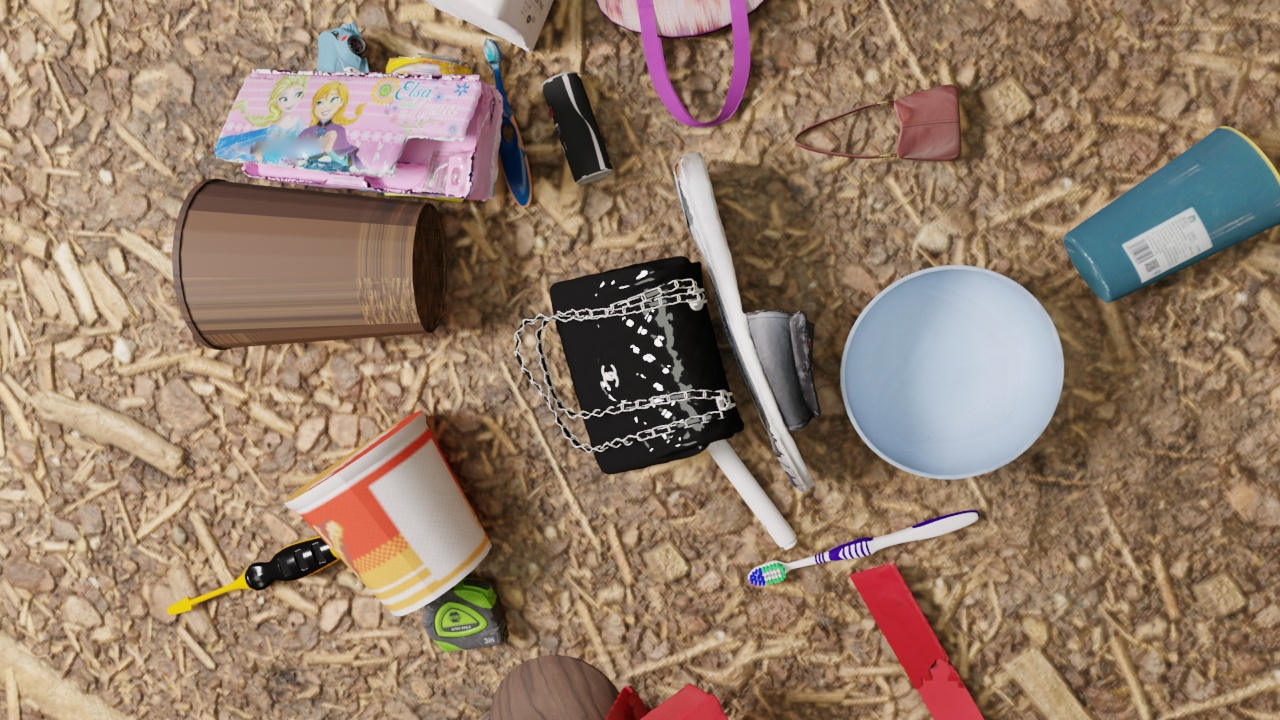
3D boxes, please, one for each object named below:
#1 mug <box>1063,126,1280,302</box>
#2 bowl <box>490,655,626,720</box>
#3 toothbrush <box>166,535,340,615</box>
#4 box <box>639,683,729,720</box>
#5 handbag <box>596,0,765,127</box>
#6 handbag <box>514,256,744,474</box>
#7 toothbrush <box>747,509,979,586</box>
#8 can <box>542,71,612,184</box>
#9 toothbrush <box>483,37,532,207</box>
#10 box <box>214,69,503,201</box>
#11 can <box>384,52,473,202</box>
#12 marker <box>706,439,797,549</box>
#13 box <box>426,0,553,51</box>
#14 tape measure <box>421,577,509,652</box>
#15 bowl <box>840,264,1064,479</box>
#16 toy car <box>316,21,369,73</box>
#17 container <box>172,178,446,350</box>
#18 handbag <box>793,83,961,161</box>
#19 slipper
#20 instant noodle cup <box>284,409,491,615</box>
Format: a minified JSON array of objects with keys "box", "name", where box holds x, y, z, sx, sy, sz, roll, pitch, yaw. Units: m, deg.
[{"box":[0.368,-0.096,0.641,0.121,0.078,0.078,-33,91,15],"name":"mug"},{"box":[-0.073,0.311,0.770,0.119,0.032,0.119,1,96,8],"name":"bowl"},{"box":[-0.331,0.187,0.797,0.197,0.030,0.031,-22,88,13],"name":"toothbrush"},{"box":[-0.070,0.430,0.698,0.426,0.127,0.213,-31,92,12],"name":"box"},{"box":[0.040,-0.260,0.680,0.145,0.068,0.170,-7,102,10],"name":"handbag"},{"box":[-0.004,0.004,0.669,0.125,0.114,0.153,-12,92,40],"name":"handbag"},{"box":[0.174,0.148,0.724,0.187,0.016,0.015,-18,93,10],"name":"toothbrush"},{"box":[-0.049,-0.180,0.712,0.031,0.031,0.080,-19,93,10],"name":"can"},{"box":[-0.106,-0.188,0.727,0.021,0.017,0.135,-11,94,11],"name":"toothbrush"},{"box":[-0.210,-0.166,0.660,0.231,0.063,0.085,10,99,26],"name":"box"},{"box":[-0.165,-0.178,0.711,0.068,0.067,0.105,5,97,8],"name":"can"},{"box":[0.081,0.095,0.729,0.017,0.020,0.133,-37,90,6],"name":"marker"},{"box":[-0.113,-0.301,0.671,0.102,0.108,0.102,28,96,5],"name":"box"},{"box":[-0.148,0.211,0.770,0.066,0.035,0.059,-9,104,6],"name":"tape measure"},{"box":[0.220,0.005,0.671,0.151,0.074,0.150,1,97,9],"name":"bowl"},{"box":[-0.234,-0.208,0.723,0.060,0.027,0.108,-6,98,48],"name":"toy car"},{"box":[-0.245,-0.072,0.710,0.167,0.132,0.132,1,96,2],"name":"container"},{"box":[0.175,-0.171,0.686,0.120,0.029,0.055,-4,93,14],"name":"handbag"},{"box":[0.091,-0.031,0.674,0.063,0.111,0.264,-22,88,3],"name":"slipper"},{"box":[-0.191,0.124,0.728,0.123,0.123,0.121,-31,99,10],"name":"instant noodle cup"}]
